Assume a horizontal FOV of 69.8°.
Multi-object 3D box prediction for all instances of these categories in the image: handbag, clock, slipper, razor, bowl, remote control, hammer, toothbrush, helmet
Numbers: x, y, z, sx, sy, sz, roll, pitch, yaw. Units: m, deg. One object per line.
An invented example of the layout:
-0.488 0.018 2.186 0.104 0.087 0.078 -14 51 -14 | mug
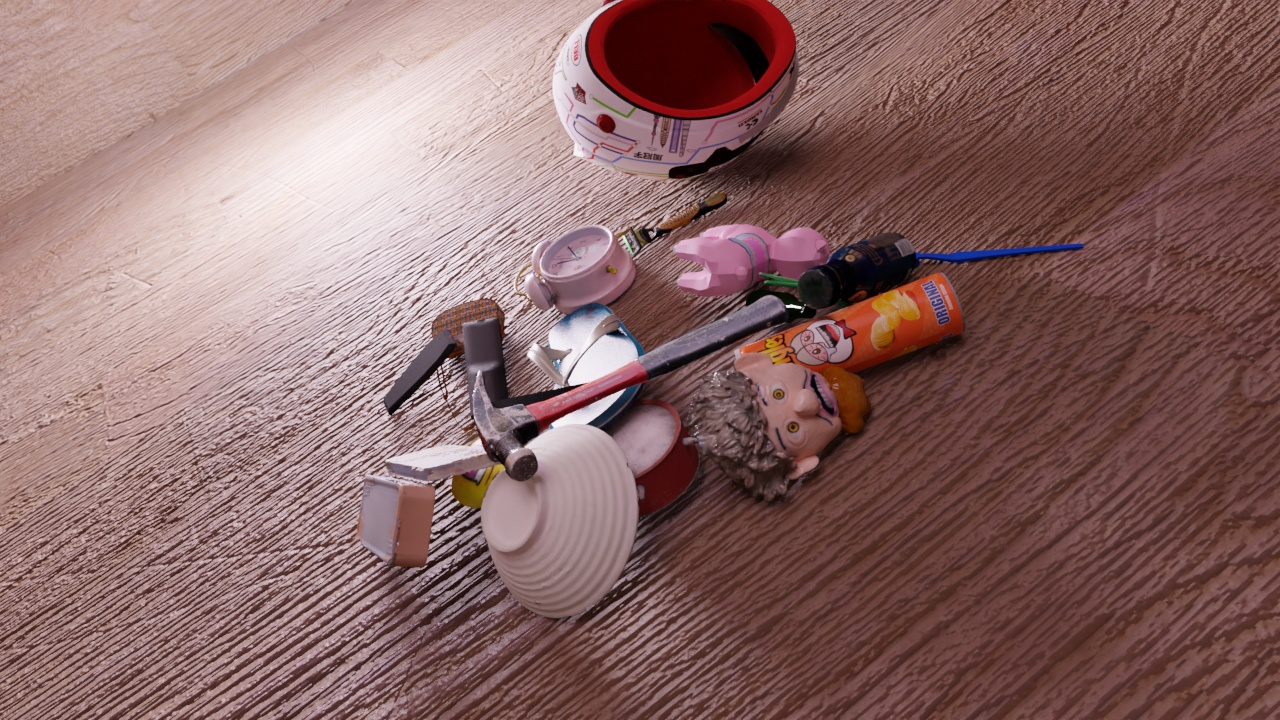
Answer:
-0.206 0.010 1.120 0.093 0.043 0.195 -17 49 7 | handbag
-0.013 0.092 0.891 0.109 0.062 0.157 -44 37 -20 | clock
-0.061 -0.011 0.983 0.118 0.060 0.294 -27 25 3 | slipper
0.047 -0.181 1.186 0.144 0.021 0.044 -27 57 2 | razor
-0.092 0.137 0.816 0.178 0.070 0.177 -15 66 36 | bowl
-0.183 0.006 1.082 0.045 0.021 0.140 -10 53 -4 | remote control
-0.005 0.005 0.866 0.325 0.036 0.140 -24 36 -20 | hammer
-0.086 -0.114 1.158 0.158 0.059 0.116 -11 42 20 | clock
0.354 -0.109 0.948 0.187 0.011 0.016 -1 46 24 | toothbrush
-0.273 0.015 1.124 0.125 0.010 0.039 -47 47 9 | remote control
0.044 -0.354 1.214 0.314 0.236 0.230 1 77 4 | helmet

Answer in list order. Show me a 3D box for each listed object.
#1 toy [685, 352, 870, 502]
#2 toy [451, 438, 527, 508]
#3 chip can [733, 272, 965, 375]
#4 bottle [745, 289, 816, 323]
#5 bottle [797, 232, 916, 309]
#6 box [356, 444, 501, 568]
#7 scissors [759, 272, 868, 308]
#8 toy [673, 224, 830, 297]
0.132 0.051 0.831 0.175 0.132 0.076 -19 -6 -15 | toy
-0.157 0.114 0.963 0.094 0.041 0.095 -4 45 33 | toy
0.200 -0.018 0.891 0.210 0.062 0.062 -21 40 7 | chip can
0.147 -0.055 0.947 0.033 0.033 0.123 -35 15 -10 | bottle
0.217 -0.089 0.917 0.056 0.056 0.160 17 28 40 | bottle
-0.209 0.134 0.895 0.217 0.094 0.121 -9 69 65 | box
0.182 -0.082 0.958 0.132 0.013 0.078 15 32 -3 | scissors
0.125 -0.112 1.018 0.158 0.067 0.123 6 24 33 | toy
